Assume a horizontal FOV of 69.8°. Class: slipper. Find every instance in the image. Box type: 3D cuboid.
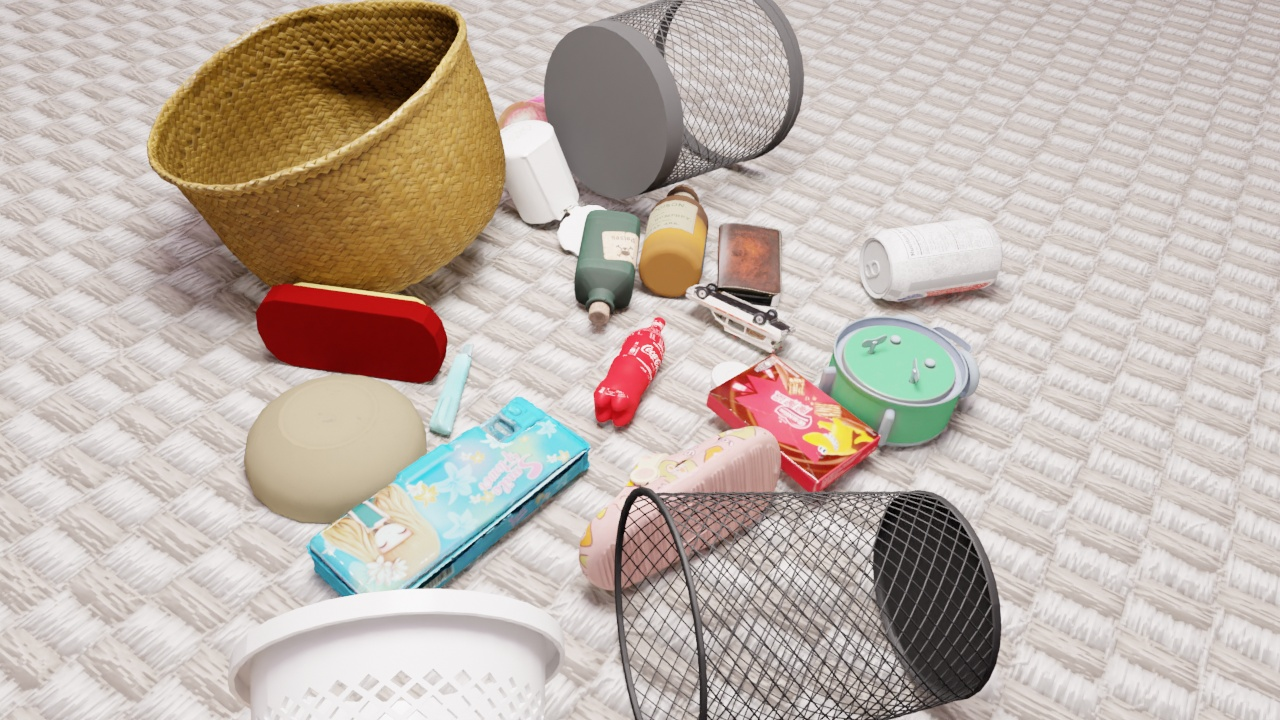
[{"bbox_3d":[0.024,0.105,0.738,0.196,0.093,0.081,-25,40,-27],"label":"slipper"}]

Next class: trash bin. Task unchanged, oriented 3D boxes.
[{"bbox_3d":[0.035,-0.311,1.068,0.218,0.218,0.226,34,45,28],"label":"trash bin"},{"bbox_3d":[-0.129,0.259,0.501,0.195,0.196,0.199,-4,53,-9],"label":"trash bin"},{"bbox_3d":[0.108,0.169,0.617,0.210,0.184,0.184,-3,43,-16],"label":"trash bin"}]

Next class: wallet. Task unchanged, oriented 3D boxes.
[{"bbox_3d":[0.121,-0.109,1.020,0.072,0.019,0.122,6,43,2],"label":"wallet"}]

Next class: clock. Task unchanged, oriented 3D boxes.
[{"bbox_3d":[0.252,0.007,0.866,0.161,0.075,0.122,-27,52,-30],"label":"clock"}]

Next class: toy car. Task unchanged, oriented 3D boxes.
[{"bbox_3d":[0.099,-0.044,0.936,0.113,0.039,0.039,26,24,23],"label":"toy car"}]

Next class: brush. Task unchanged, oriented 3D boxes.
[{"bbox_3d":[-0.266,-0.030,0.857,0.173,0.082,0.041,8,43,3],"label":"brush"}]

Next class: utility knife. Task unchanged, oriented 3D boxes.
[{"bbox_3d":[-0.174,0.021,0.860,0.022,0.015,0.125,7,41,0],"label":"utility knife"}]

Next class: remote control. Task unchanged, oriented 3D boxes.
[{"bbox_3d":[0.113,0.048,0.857,0.043,0.013,0.136,-20,48,-24],"label":"remote control"}]

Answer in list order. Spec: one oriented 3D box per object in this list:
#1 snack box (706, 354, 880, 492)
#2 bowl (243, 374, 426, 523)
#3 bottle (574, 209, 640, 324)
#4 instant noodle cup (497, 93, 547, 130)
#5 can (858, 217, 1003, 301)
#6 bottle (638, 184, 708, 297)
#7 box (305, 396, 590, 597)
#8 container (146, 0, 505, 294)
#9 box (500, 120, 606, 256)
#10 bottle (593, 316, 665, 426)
[{"bbox_3d":[0.136,0.054,0.825,0.089,0.021,0.133,-29,54,-31],"label":"snack box"},{"bbox_3d":[-0.261,0.062,0.782,0.152,0.051,0.152,2,43,-2],"label":"bowl"},{"bbox_3d":[-0.036,-0.092,0.955,0.061,0.061,0.131,7,50,0],"label":"bottle"},{"bbox_3d":[-0.114,-0.294,1.152,0.098,0.098,0.108,16,36,12],"label":"instant noodle cup"},{"bbox_3d":[0.314,-0.109,0.994,0.136,0.078,0.078,-9,45,-14],"label":"can"},{"bbox_3d":[0.040,-0.142,1.014,0.068,0.068,0.156,8,43,3],"label":"bottle"},{"bbox_3d":[-0.148,0.114,0.744,0.094,0.041,0.226,33,50,26],"label":"box"},{"bbox_3d":[-0.293,-0.202,0.919,0.307,0.197,0.306,-9,47,10],"label":"container"},{"bbox_3d":[-0.095,-0.191,1.031,0.142,0.140,0.083,24,59,41],"label":"box"},{"bbox_3d":[-0.005,0.005,0.871,0.042,0.042,0.141,17,44,13],"label":"bottle"}]
